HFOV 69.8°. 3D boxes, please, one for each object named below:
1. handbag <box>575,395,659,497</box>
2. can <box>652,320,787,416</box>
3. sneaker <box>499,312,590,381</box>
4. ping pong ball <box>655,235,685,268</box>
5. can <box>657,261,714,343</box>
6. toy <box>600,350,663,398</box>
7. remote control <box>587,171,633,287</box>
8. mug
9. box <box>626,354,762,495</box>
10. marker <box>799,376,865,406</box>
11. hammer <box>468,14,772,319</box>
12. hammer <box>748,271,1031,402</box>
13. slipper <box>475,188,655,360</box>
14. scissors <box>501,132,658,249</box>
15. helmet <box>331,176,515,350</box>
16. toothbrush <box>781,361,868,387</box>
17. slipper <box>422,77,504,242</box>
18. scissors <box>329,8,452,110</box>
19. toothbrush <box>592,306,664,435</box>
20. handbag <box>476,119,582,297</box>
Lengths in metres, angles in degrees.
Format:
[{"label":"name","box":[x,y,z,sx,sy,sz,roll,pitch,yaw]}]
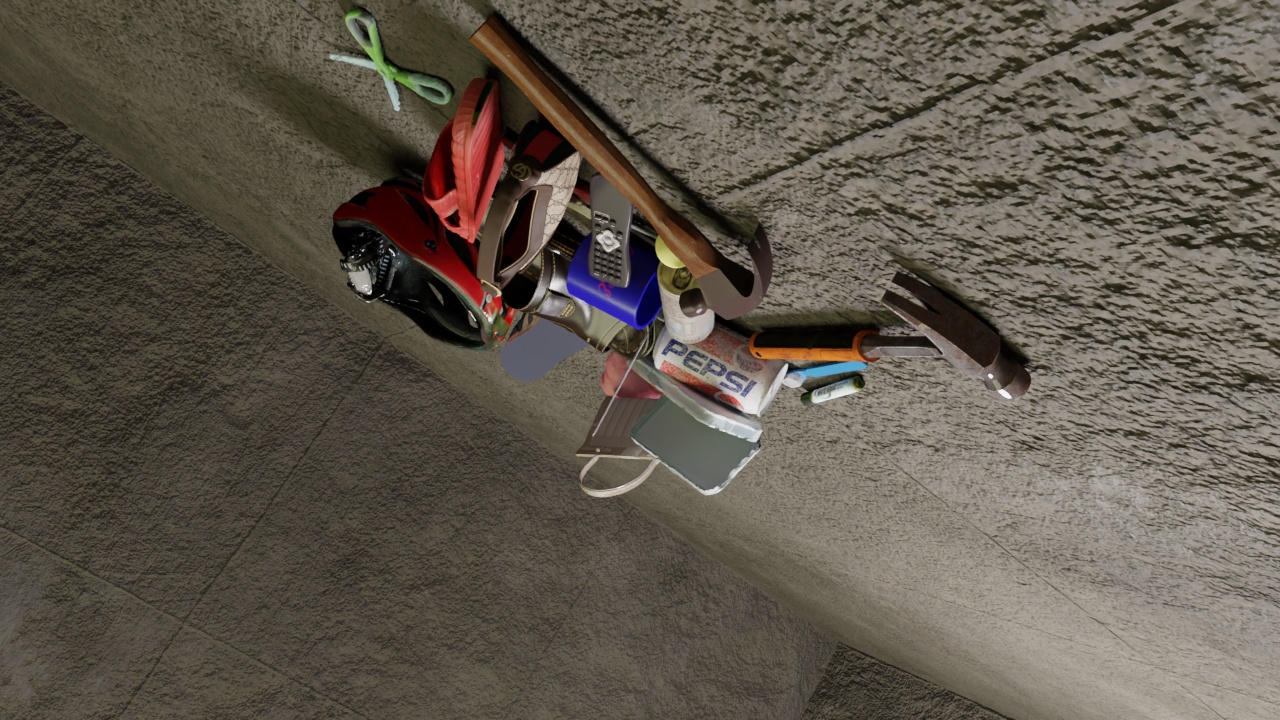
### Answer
[{"label":"handbag","box":[-0.008,0.118,1.191,0.176,0.197,0.062,0,117,32]},{"label":"can","box":[0.088,0.002,1.023,0.136,0.078,0.078,28,166,15]},{"label":"sneaker","box":[-0.085,-0.072,1.186,0.091,0.118,0.234,39,131,-9]},{"label":"ping pong ball","box":[0.034,-0.105,0.846,0.040,0.040,0.040,30,166,8]},{"label":"can","box":[0.048,-0.063,0.935,0.054,0.054,0.136,29,165,14]},{"label":"toy","box":[0.040,0.060,1.321,0.213,0.084,0.142,34,167,2]},{"label":"remote control","box":[-0.029,-0.123,0.866,0.046,0.009,0.125,22,135,18]},{"label":"mug","box":[-0.016,-0.083,0.966,0.083,0.079,0.111,28,178,17]},{"label":"box","box":[0.046,0.085,1.085,0.106,0.125,0.215,17,-168,-30]},{"label":"marker","box":[0.209,0.034,1.004,0.017,0.017,0.147,33,166,-5]},{"label":"hammer","box":[-0.012,-0.151,0.756,0.323,0.033,0.116,43,143,-22]},{"label":"hammer","box":[0.184,-0.020,0.831,0.137,0.035,0.315,37,166,-21]},{"label":"slipper","box":[-0.094,-0.088,1.044,0.268,0.075,0.113,39,135,-9]},{"label":"scissors","box":[-0.065,-0.164,0.912,0.179,0.015,0.187,15,159,46]},{"label":"helmet","box":[-0.264,-0.121,1.164,0.272,0.166,0.218,34,156,14]},{"label":"toothbrush","box":[0.192,0.013,0.972,0.016,0.014,0.167,35,165,-11]},{"label":"slipper","box":[-0.172,-0.189,0.878,0.059,0.103,0.249,18,165,-4]},{"label":"scissors","box":[-0.245,-0.280,0.896,0.168,0.023,0.171,26,168,2]},{"label":"toothbrush","box":[-0.006,0.006,1.025,0.010,0.181,0.010,27,172,6]},{"label":"handbag","box":[-0.112,-0.130,0.836,0.063,0.138,0.167,31,147,0]}]
